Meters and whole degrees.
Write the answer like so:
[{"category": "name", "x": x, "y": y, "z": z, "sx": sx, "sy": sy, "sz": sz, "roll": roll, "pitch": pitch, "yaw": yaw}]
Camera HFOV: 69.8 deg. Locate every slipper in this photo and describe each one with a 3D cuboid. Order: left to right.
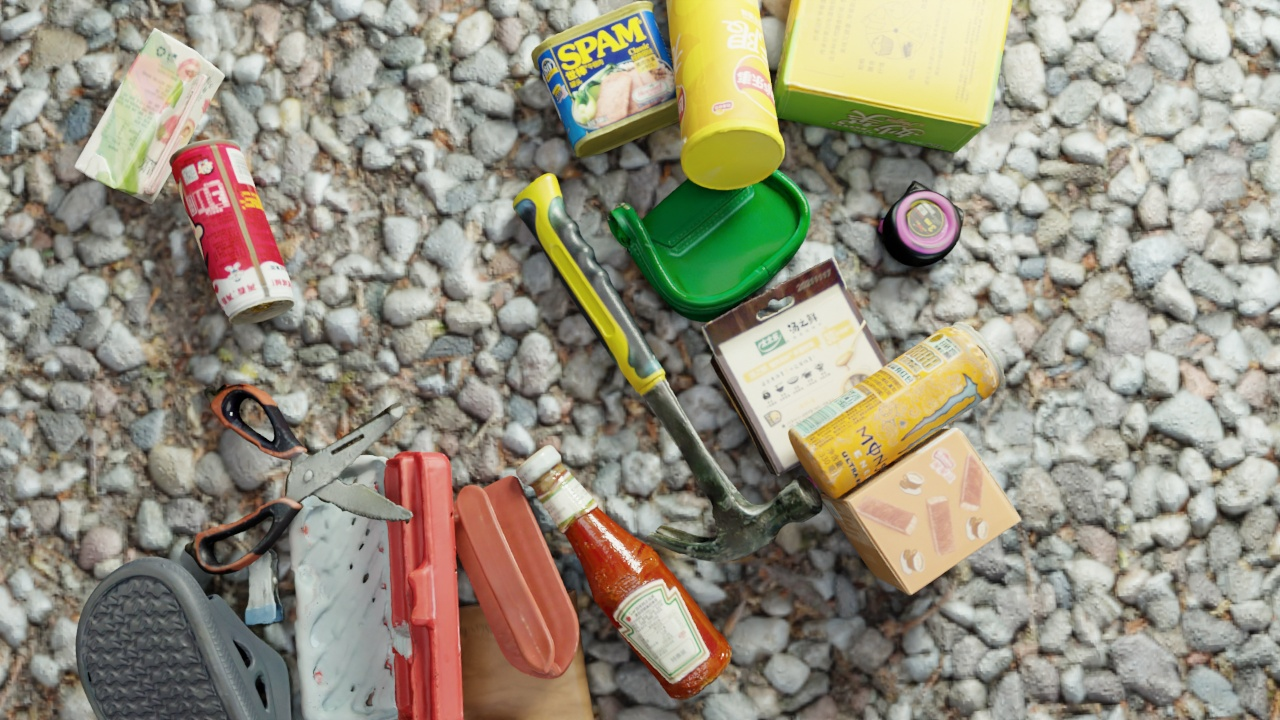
[{"category": "slipper", "x": -0.309, "y": 0.257, "z": 0.665, "sx": 0.111, "sy": 0.083, "sz": 0.268, "roll": -16, "pitch": 102, "yaw": 9}]

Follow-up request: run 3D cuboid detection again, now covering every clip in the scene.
[{"category": "clip", "x": -0.285, "y": 0.171, "z": 0.695, "sx": 0.027, "sy": 0.043, "sz": 0.058, "roll": -5, "pitch": 77, "yaw": 2}]

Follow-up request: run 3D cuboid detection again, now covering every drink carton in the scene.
[{"category": "drink carton", "x": -0.376, "y": -0.185, "z": 0.709, "sx": 0.045, "sy": 0.053, "sz": 0.122, "roll": 27, "pitch": 86, "yaw": 2}]

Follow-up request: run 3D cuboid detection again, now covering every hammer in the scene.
[{"category": "hammer", "x": -0.004, "y": 0.004, "z": 0.686, "sx": 0.126, "sy": 0.031, "sz": 0.323, "roll": -37, "pitch": 79, "yaw": 25}]

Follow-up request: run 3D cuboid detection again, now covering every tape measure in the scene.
[{"category": "tape measure", "x": 0.216, "y": -0.101, "z": 0.708, "sx": 0.057, "sy": 0.039, "sz": 0.057, "roll": 31, "pitch": 81, "yaw": 3}]

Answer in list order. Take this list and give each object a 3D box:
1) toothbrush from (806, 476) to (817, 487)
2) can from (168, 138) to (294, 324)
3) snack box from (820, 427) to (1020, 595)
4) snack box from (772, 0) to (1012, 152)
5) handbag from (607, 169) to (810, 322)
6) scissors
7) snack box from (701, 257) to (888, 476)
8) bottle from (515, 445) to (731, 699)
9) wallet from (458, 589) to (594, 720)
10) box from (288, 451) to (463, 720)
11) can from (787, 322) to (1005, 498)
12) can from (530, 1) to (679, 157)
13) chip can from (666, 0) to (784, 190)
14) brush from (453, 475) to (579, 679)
[{"category": "toothbrush", "x": 0.180, "y": 0.060, "z": 0.705, "sx": 0.189, "sy": 0.018, "sz": 0.014, "roll": -36, "pitch": 88, "yaw": -2}, {"category": "can", "x": -0.311, "y": -0.097, "z": 0.701, "sx": 0.053, "sy": 0.053, "sz": 0.132, "roll": -22, "pitch": 85, "yaw": -2}, {"category": "snack box", "x": 0.197, "y": 0.106, "z": 0.662, "sx": 0.094, "sy": 0.093, "sz": 0.077, "roll": -34, "pitch": 86, "yaw": -3}, {"category": "snack box", "x": 0.198, "y": -0.281, "z": 0.708, "sx": 0.158, "sy": 0.070, "sz": 0.210, "roll": 12, "pitch": 85, "yaw": 1}, {"category": "handbag", "x": 0.054, "y": -0.101, "z": 0.693, "sx": 0.131, "sy": 0.068, "sz": 0.120, "roll": -42, "pitch": 85, "yaw": -4}, {"category": "scissors", "x": -0.258, "y": 0.089, "z": 0.672, "sx": 0.226, "sy": 0.015, "sz": 0.189, "roll": 27, "pitch": 95, "yaw": 25}, {"category": "snack box", "x": 0.121, "y": 0.006, "z": 0.691, "sx": 0.113, "sy": 0.053, "sz": 0.125, "roll": -27, "pitch": 86, "yaw": -3}, {"category": "bottle", "x": -0.016, "y": 0.151, "z": 0.673, "sx": 0.059, "sy": 0.060, "sz": 0.206, "roll": -39, "pitch": 87, "yaw": -3}, {"category": "wallet", "x": -0.098, "y": 0.231, "z": 0.690, "sx": 0.115, "sy": 0.020, "sz": 0.101, "roll": -10, "pitch": 82, "yaw": 1}, {"category": "box", "x": -0.188, "y": 0.169, "z": 0.674, "sx": 0.155, "sy": 0.073, "sz": 0.201, "roll": -6, "pitch": 86, "yaw": 27}, {"category": "can", "x": 0.177, "y": 0.035, "z": 0.642, "sx": 0.146, "sy": 0.058, "sz": 0.058, "roll": -33, "pitch": 86, "yaw": -2}, {"category": "can", "x": -0.021, "y": -0.215, "z": 0.710, "sx": 0.102, "sy": 0.057, "sz": 0.083, "roll": -23, "pitch": 87, "yaw": -2}, {"category": "chip can", "x": 0.057, "y": -0.232, "z": 0.673, "sx": 0.072, "sy": 0.072, "sz": 0.213, "roll": -4, "pitch": 66, "yaw": 0}, {"category": "brush", "x": -0.090, "y": 0.158, "z": 0.656, "sx": 0.063, "sy": 0.069, "sz": 0.145, "roll": -27, "pitch": 71, "yaw": -1}]
